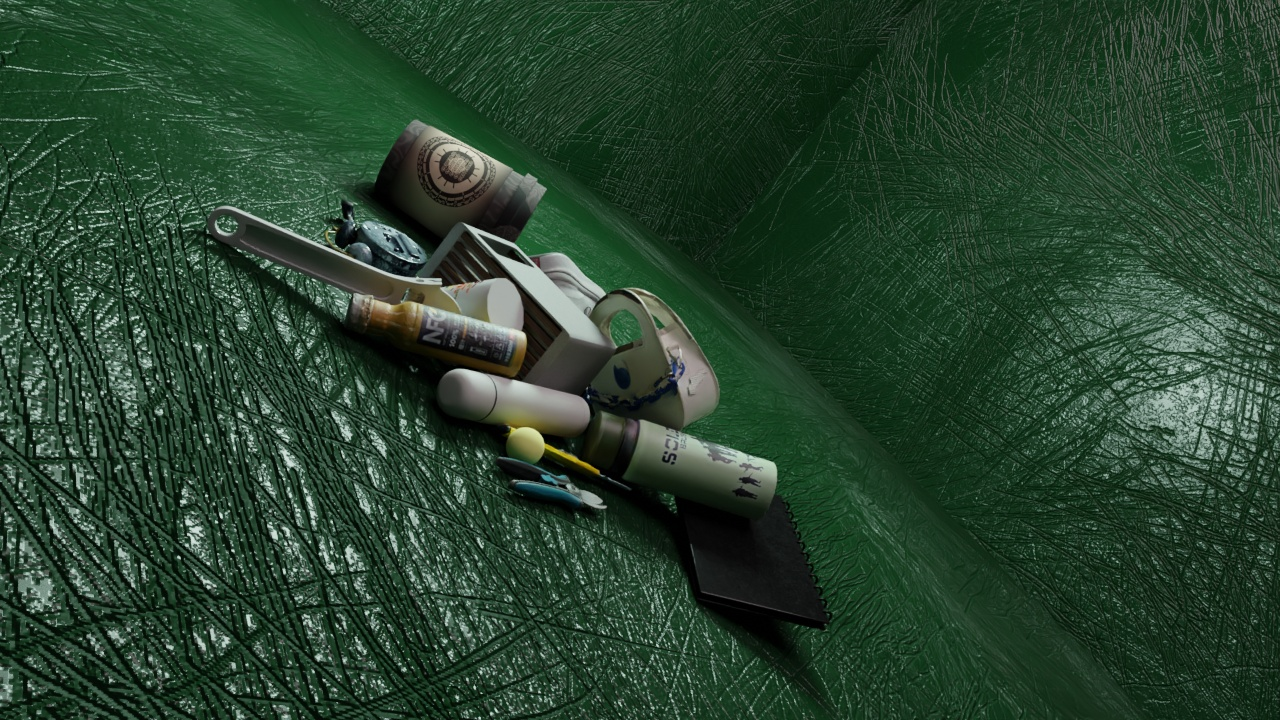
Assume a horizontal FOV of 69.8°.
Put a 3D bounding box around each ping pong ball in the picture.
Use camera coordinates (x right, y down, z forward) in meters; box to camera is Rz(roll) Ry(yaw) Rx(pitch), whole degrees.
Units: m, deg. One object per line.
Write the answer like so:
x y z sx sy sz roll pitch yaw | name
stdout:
-0.120 0.090 0.956 0.040 0.040 0.040 37 13 -10 | ping pong ball

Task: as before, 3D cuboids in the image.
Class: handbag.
-0.007 0.007 1.180 0.092 0.201 0.199 -27 93 -39 | handbag

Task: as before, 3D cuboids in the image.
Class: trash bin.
-0.162 -0.052 1.159 0.229 0.115 0.114 45 14 24 | trash bin

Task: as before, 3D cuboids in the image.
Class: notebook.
0.128 0.220 1.103 0.169 0.019 0.231 17 26 -15 | notebook

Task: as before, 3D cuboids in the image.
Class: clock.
-0.320 -0.131 1.112 0.129 0.052 0.090 21 22 -43 | clock

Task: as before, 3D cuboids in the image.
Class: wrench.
-0.316 -0.083 0.963 0.273 0.087 0.018 22 19 -24 | wrench

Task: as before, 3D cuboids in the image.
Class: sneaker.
-0.112 -0.060 1.417 0.263 0.097 0.128 50 37 -66 | sneaker

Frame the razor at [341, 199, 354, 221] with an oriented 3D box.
-0.344 -0.148 1.197 0.144 0.022 0.042 45 -23 7 | razor

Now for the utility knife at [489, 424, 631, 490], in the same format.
-0.083 0.113 1.032 0.206 0.018 0.031 34 -22 -36 | utility knife

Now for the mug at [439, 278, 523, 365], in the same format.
-0.196 -0.041 1.058 0.073 0.090 0.105 54 38 -47 | mug

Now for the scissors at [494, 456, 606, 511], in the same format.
-0.093 0.129 0.949 0.148 0.019 0.132 39 13 1 | scissors

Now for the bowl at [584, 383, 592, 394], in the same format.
-0.075 0.008 1.331 0.121 0.056 0.121 46 21 -23 | bowl

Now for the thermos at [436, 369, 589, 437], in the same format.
-0.137 0.050 1.018 0.052 0.052 0.224 47 14 28 | thermos

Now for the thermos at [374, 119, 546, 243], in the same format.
-0.287 -0.263 1.450 0.226 0.173 0.172 31 14 -10 | thermos

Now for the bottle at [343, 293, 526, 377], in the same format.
-0.216 -0.029 0.974 0.186 0.053 0.053 16 21 -22 | bottle

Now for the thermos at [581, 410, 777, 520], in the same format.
0.044 0.125 1.111 0.231 0.082 0.082 18 17 -10 | thermos
